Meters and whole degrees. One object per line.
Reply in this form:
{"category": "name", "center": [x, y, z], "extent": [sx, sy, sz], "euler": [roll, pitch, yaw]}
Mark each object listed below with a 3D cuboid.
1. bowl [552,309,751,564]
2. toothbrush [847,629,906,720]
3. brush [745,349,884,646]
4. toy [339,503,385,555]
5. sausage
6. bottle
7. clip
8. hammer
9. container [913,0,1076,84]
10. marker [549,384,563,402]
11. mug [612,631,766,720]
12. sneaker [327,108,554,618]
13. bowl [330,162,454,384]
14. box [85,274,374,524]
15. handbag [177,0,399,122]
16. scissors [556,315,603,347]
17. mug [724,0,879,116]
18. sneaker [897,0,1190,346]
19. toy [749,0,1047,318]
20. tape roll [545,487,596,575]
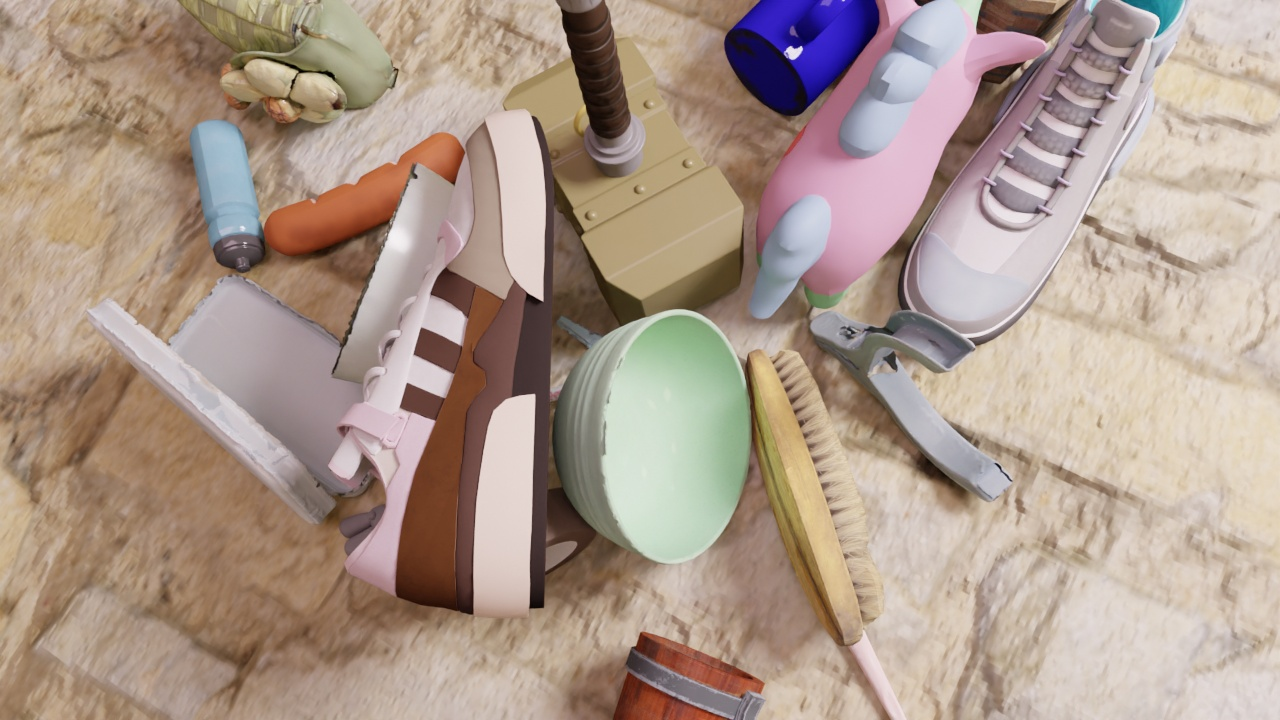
{"category": "bowl", "center": [-0.001, 0.045, 0.566], "extent": [0.077, 0.150, 0.150], "euler": [0, 69, 39]}
{"category": "toothbrush", "center": [0.150, 0.206, 0.552], "extent": [0.015, 0.018, 0.181], "euler": [-25, 69, -4]}
{"category": "brush", "center": [0.107, 0.079, 0.576], "extent": [0.043, 0.059, 0.195], "euler": [-11, 64, -8]}
{"category": "toy", "center": [-0.154, 0.096, 0.623], "extent": [0.112, 0.030, 0.049], "euler": [-30, 56, 3]}
{"category": "sausage", "center": [-0.208, -0.123, 0.698], "extent": [0.164, 0.039, 0.044], "euler": [-26, 64, -1]}
{"category": "bottle", "center": [-0.320, -0.125, 0.714], "extent": [0.040, 0.040, 0.130], "euler": [-20, 70, 1]}
{"category": "clip", "center": [0.181, 0.032, 0.574], "extent": [0.031, 0.169, 0.164], "euler": [-38, 104, -6]}
{"category": "hammer", "center": [-0.023, -0.162, 0.533], "extent": [0.100, 0.325, 0.190], "euler": [-29, 70, -4]}
{"category": "container", "center": [0.213, -0.331, 0.617], "extent": [0.157, 0.186, 0.250], "euler": [-41, 66, -14]}
{"category": "marker", "center": [-0.057, 0.023, 0.638], "extent": [0.142, 0.013, 0.012], "euler": [-18, 70, 6]}
{"category": "mug", "center": [0.028, 0.228, 0.518], "extent": [0.117, 0.081, 0.111], "euler": [10, 74, 48]}
{"category": "sneaker", "center": [-0.109, -0.007, 0.516], "extent": [0.116, 0.112, 0.293], "euler": [1, 73, -5]}
{"category": "bowl", "center": [-0.148, -0.049, 0.620], "extent": [0.073, 0.154, 0.153], "euler": [22, 74, -17]}
{"category": "box", "center": [-0.273, 0.011, 0.629], "extent": [0.211, 0.106, 0.129], "euler": [29, 74, 15]}
{"category": "handbag", "center": [-0.292, -0.250, 0.724], "extent": [0.186, 0.113, 0.117], "euler": [29, 91, 19]}
{"category": "scissors", "center": [-0.004, 0.004, 0.645], "extent": [0.136, 0.015, 0.055], "euler": [31, 87, 22]}
{"category": "mug", "center": [0.121, -0.238, 0.655], "extent": [0.079, 0.111, 0.083], "euler": [45, 81, -7]}
{"category": "sneaker", "center": [0.256, -0.135, 0.575], "extent": [0.093, 0.160, 0.256], "euler": [33, 77, 17]}
{"category": "toy", "center": [0.142, -0.130, 0.580], "extent": [0.120, 0.171, 0.221], "euler": [35, 69, 17]}
{"category": "tape roll", "center": [-0.076, 0.116, 0.571], "extent": [0.093, 0.094, 0.030], "euler": [-29, 70, -3]}
